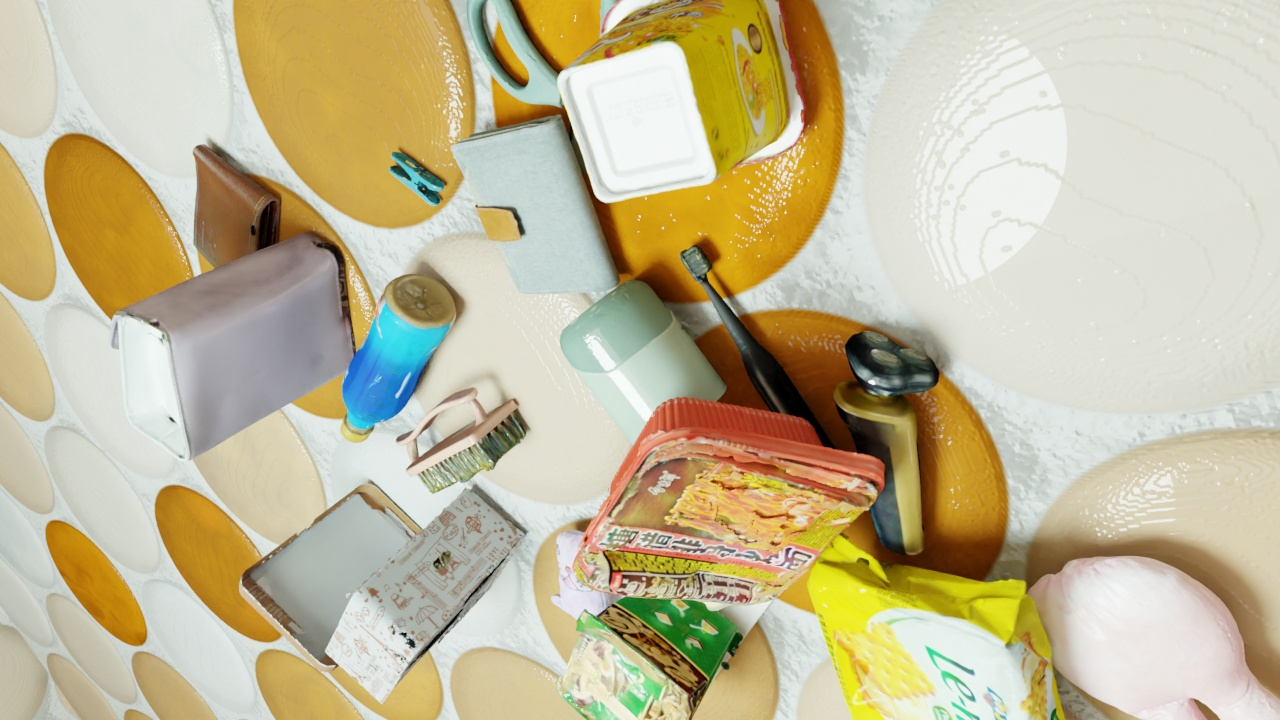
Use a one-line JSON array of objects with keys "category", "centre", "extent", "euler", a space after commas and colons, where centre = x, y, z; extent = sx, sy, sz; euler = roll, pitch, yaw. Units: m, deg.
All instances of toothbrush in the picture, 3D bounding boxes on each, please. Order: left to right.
[{"category": "toothbrush", "centre": [0.090, 0.010, 0.648], "extent": [0.212, 0.026, 0.027], "euler": [57, 145, -6]}]

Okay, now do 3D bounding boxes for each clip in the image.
[{"category": "clip", "centre": [-0.184, -0.150, 0.754], "extent": [0.057, 0.014, 0.045], "euler": [35, 133, 12]}]

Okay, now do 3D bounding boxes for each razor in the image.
[{"category": "razor", "centre": [0.169, 0.060, 0.610], "extent": [0.068, 0.062, 0.167], "euler": [-13, 117, 6]}]

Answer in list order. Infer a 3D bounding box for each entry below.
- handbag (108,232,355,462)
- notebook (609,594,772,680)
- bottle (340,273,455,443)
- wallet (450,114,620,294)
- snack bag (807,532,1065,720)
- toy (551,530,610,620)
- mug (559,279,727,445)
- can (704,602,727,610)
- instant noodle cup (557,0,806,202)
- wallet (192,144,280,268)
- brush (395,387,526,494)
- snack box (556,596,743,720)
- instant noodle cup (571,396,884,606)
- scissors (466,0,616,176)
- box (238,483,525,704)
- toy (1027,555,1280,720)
[{"category": "handbag", "centre": [-0.363, -0.021, 0.832], "extent": [0.098, 0.196, 0.145], "euler": [31, 129, 16]}, {"category": "notebook", "centre": [0.037, 0.183, 0.795], "extent": [0.150, 0.012, 0.210], "euler": [36, 130, 14]}, {"category": "bottle", "centre": [-0.236, 0.009, 0.849], "extent": [0.065, 0.065, 0.219], "euler": [45, 132, 5]}, {"category": "wallet", "centre": [-0.080, -0.109, 0.681], "extent": [0.107, 0.036, 0.130], "euler": [-1, 122, 37]}, {"category": "snack bag", "centre": [0.217, 0.232, 0.638], "extent": [0.158, 0.068, 0.246], "euler": [6, 125, 49]}, {"category": "toy", "centre": [-0.054, 0.200, 0.839], "extent": [0.084, 0.038, 0.108], "euler": [24, 127, 39]}, {"category": "mug", "centre": [-0.004, 0.004, 0.682], "extent": [0.106, 0.082, 0.112], "euler": [52, 164, -2]}, {"category": "can", "centre": [0.042, 0.132, 0.717], "extent": [0.059, 0.058, 0.116], "euler": [-35, 91, 42]}, {"category": "instant noodle cup", "centre": [0.021, -0.151, 0.524], "extent": [0.116, 0.123, 0.116], "euler": [-5, 117, 29]}, {"category": "wallet", "centre": [-0.404, -0.136, 0.906], "extent": [0.101, 0.032, 0.125], "euler": [37, 131, 15]}, {"category": "brush", "centre": [-0.174, 0.075, 0.848], "extent": [0.146, 0.063, 0.073], "euler": [-27, 103, 44]}, {"category": "snack box", "centre": [0.012, 0.251, 0.773], "extent": [0.117, 0.105, 0.118], "euler": [34, 128, 20]}, {"category": "instant noodle cup", "centre": [0.052, 0.092, 0.617], "extent": [0.164, 0.079, 0.189], "euler": [12, 136, -19]}, {"category": "scissors", "centre": [-0.057, -0.214, 0.625], "extent": [0.181, 0.019, 0.171], "euler": [27, 130, 18]}, {"category": "box", "centre": [-0.248, 0.195, 0.892], "extent": [0.197, 0.180, 0.158], "euler": [40, 133, 8]}, {"category": "toy", "centre": [0.320, 0.189, 0.570], "extent": [0.159, 0.054, 0.122], "euler": [49, 139, 8]}]
